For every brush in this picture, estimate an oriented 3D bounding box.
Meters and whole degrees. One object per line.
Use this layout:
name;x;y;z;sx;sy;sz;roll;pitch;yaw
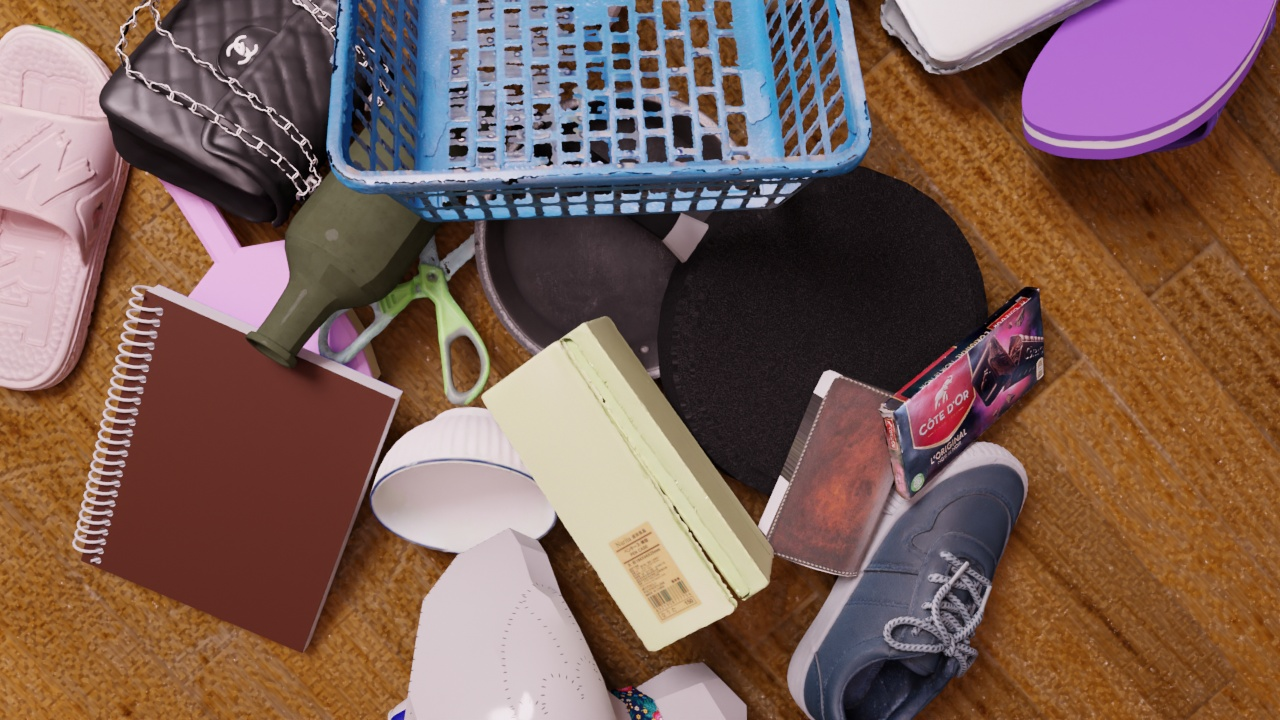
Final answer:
brush;-0.260;-0.058;0.607;0.089;0.043;0.228;-31;93;0

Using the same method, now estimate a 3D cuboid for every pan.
pan;0.071;-0.048;0.582;0.356;0.034;0.225;33;93;-17
pan;-0.003;0.004;0.614;0.187;0.055;0.357;-7;106;-7

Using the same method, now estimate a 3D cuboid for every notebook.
notebook;-0.267;0.075;0.594;0.171;0.022;0.209;24;111;-3

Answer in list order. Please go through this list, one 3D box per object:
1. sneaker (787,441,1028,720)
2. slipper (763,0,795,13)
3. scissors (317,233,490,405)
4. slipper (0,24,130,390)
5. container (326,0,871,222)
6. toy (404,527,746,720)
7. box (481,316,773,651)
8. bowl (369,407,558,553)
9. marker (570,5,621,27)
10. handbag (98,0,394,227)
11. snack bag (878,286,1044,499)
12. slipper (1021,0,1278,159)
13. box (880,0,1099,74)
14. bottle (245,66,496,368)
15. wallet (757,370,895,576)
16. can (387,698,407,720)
sneaker;0.184;0.161;0.601;0.089;0.087;0.235;31;93;-19
slipper;0.164;-0.320;0.585;0.079;0.111;0.261;35;96;-25
scissors;-0.143;-0.053;0.599;0.159;0.025;0.171;-10;76;-9
slipper;-0.397;-0.097;0.592;0.094;0.064;0.239;10;94;-2
container;-0.029;-0.236;0.524;0.257;0.089;0.361;-3;68;-2
toy;-0.049;0.224;0.561;0.266;0.141;0.246;-12;77;-40
box;0.001;0.066;0.558;0.092;0.083;0.188;-32;90;29
bowl;-0.111;0.072;0.598;0.118;0.118;0.062;1;51;-2
marker;-0.073;-0.268;0.612;0.133;0.023;0.027;30;70;-3
handbag;-0.227;-0.172;0.551;0.125;0.115;0.153;32;64;-11
snack bag;0.213;0.019;0.596;0.155;0.018;0.075;-35;125;-23
slipper;0.346;-0.210;0.593;0.107;0.084;0.266;25;72;35
box;0.255;-0.263;0.563;0.215;0.122;0.083;-29;138;3
bottle;-0.164;-0.088;0.561;0.071;0.072;0.206;31;70;-3
wallet;0.128;0.074;0.591;0.072;0.019;0.123;19;97;-16
can;-0.126;0.228;0.631;0.095;0.032;0.032;-35;93;0
